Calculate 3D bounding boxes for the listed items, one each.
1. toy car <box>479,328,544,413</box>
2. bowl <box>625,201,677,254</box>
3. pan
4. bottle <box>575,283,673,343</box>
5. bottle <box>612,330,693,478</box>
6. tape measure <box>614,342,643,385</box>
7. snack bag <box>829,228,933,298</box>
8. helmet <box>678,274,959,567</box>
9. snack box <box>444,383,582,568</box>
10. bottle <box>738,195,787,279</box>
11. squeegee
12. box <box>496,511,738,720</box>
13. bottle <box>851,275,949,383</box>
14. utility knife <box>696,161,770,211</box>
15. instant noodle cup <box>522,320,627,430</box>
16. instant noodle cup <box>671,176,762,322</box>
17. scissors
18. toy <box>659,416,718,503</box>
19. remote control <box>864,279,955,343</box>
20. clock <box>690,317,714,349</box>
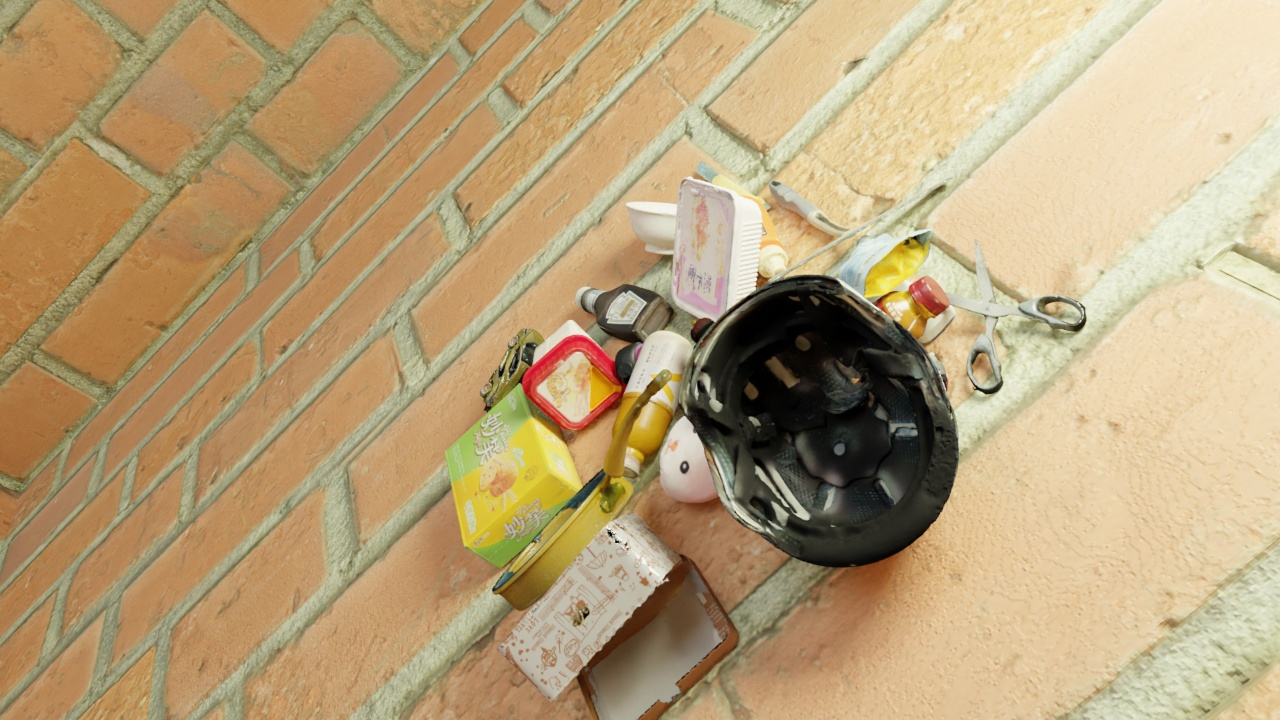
[{"bbox_3d":[-0.183,0.022,1.370,0.042,0.070,0.157,-2,57,45],"label":"toy car"},{"bbox_3d":[0.034,-0.190,1.330,0.118,0.118,0.065,31,120,54],"label":"bowl"},{"bbox_3d":[-0.053,0.140,0.998,0.359,0.078,0.197,-46,2,34],"label":"pan"},{"bbox_3d":[-0.033,-0.074,1.324,0.079,0.044,0.195,-55,35,-9],"label":"bottle"},{"bbox_3d":[0.011,0.054,1.136,0.068,0.068,0.189,-6,53,44],"label":"bottle"},{"bbox_3d":[-0.007,0.007,1.209,0.039,0.057,0.057,-19,53,36],"label":"tape measure"},{"bbox_3d":[0.246,-0.102,1.005,0.110,0.039,0.191,-51,8,0],"label":"snack bag"},{"bbox_3d":[0.176,0.061,0.870,0.230,0.156,0.274,-42,67,11],"label":"helmet"},{"bbox_3d":[-0.177,0.151,1.242,0.158,0.070,0.210,-42,36,9],"label":"snack box"},{"bbox_3d":[0.152,-0.154,1.192,0.067,0.066,0.149,-38,44,14],"label":"bottle"},{"bbox_3d":[0.223,-0.185,1.161,0.246,0.039,0.246,-30,30,-4],"label":"squeegee"},{"bbox_3d":[-0.013,0.281,0.934,0.174,0.152,0.182,43,96,12],"label":"box"},{"bbox_3d":[0.237,-0.021,0.951,0.175,0.057,0.057,-40,35,30],"label":"bottle"},{"bbox_3d":[0.128,-0.254,1.341,0.031,0.022,0.216,-44,42,4],"label":"utility knife"},{"bbox_3d":[-0.093,0.013,1.257,0.117,0.116,0.124,-40,25,11],"label":"instant noodle cup"},{"bbox_3d":[0.101,-0.140,1.168,0.138,0.060,0.174,35,129,54],"label":"instant noodle cup"},{"bbox_3d":[0.343,-0.045,0.904,0.179,0.014,0.159,18,76,44],"label":"scissors"},{"bbox_3d":[0.090,0.106,1.023,0.160,0.054,0.121,-1,57,37],"label":"toy"},{"bbox_3d":[0.283,-0.063,0.996,0.049,0.024,0.125,-47,35,1],"label":"remote control"},{"bbox_3d":[0.102,-0.011,1.089,0.055,0.082,0.122,-49,39,-8],"label":"clock"}]
